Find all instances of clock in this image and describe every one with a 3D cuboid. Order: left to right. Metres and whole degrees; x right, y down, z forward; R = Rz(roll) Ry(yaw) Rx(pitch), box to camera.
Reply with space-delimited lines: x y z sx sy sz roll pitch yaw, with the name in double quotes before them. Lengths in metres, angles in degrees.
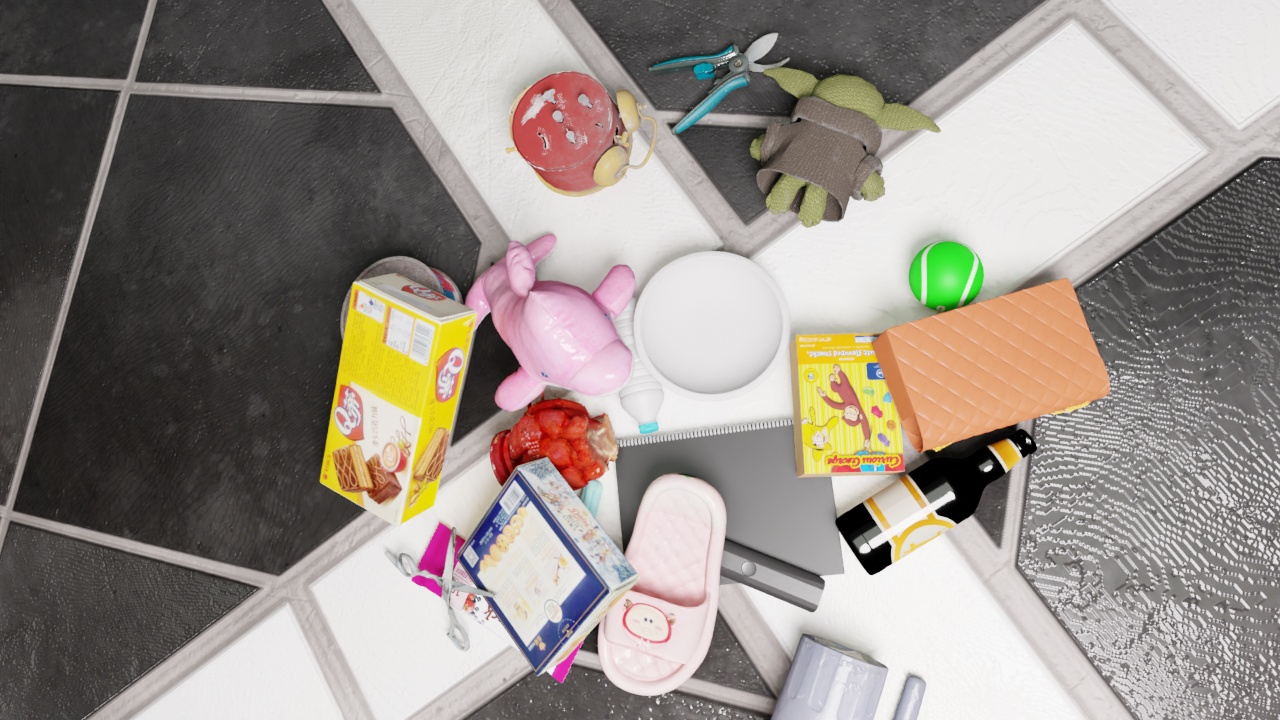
"clock" -0.060 -0.239 0.960 0.159 0.081 0.117 13 83 18

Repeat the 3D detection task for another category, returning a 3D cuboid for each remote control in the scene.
"remote control" 0.097 0.191 0.849 0.147 0.015 0.033 19 87 18

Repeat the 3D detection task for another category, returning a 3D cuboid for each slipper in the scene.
"slipper" 0.022 0.209 0.840 0.107 0.055 0.222 18 104 15

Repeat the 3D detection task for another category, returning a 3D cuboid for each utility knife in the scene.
"utility knife" -0.064 0.198 0.909 0.022 0.015 0.165 11 85 24

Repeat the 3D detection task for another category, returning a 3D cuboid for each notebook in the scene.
"notebook" 0.080 0.138 0.879 0.207 0.016 0.149 -9 78 14

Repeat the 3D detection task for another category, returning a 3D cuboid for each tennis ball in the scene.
"tennis ball" 0.279 -0.077 0.837 0.065 0.065 0.065 -3 78 15

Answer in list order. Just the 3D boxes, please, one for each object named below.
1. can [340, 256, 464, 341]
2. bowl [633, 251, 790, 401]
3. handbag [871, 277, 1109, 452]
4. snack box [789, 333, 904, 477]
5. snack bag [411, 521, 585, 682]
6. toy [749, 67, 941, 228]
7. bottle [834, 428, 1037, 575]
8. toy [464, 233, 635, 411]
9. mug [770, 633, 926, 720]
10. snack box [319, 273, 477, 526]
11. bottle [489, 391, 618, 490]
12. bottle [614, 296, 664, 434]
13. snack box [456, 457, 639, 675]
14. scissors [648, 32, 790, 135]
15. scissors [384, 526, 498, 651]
"can" -0.257 -0.044 0.992 0.130 0.044 0.130 -4 79 20
"bowl" 0.069 -0.030 0.896 0.149 0.043 0.149 -1 77 5
"handbag" 0.305 0.008 0.806 0.172 0.060 0.108 -16 76 -5
"snack box" 0.187 0.041 0.841 0.088 0.040 0.125 -1 78 0
"snack bag" -0.143 0.240 0.919 0.196 0.016 0.070 27 93 21
"toy" 0.178 -0.203 0.886 0.179 0.078 0.152 26 79 19
"bottle" 0.263 0.118 0.806 0.182 0.059 0.059 -34 72 7
"toy" -0.099 -0.053 0.877 0.186 0.128 0.266 -45 41 -8
"mug" 0.178 0.306 0.790 0.124 0.084 0.104 21 83 -5
"snack box" -0.246 0.039 0.920 0.110 0.061 0.231 24 113 19
"bottle" -0.083 0.080 0.902 0.111 0.098 0.099 -22 73 25
"bottle" -0.005 0.006 0.915 0.044 0.044 0.136 -16 75 12
"snack box" -0.091 0.191 0.849 0.145 0.042 0.145 49 124 20
"scissors" 0.076 -0.292 0.964 0.155 0.019 0.124 12 83 19
"scissors" -0.199 0.221 0.910 0.175 0.014 0.142 7 111 39
